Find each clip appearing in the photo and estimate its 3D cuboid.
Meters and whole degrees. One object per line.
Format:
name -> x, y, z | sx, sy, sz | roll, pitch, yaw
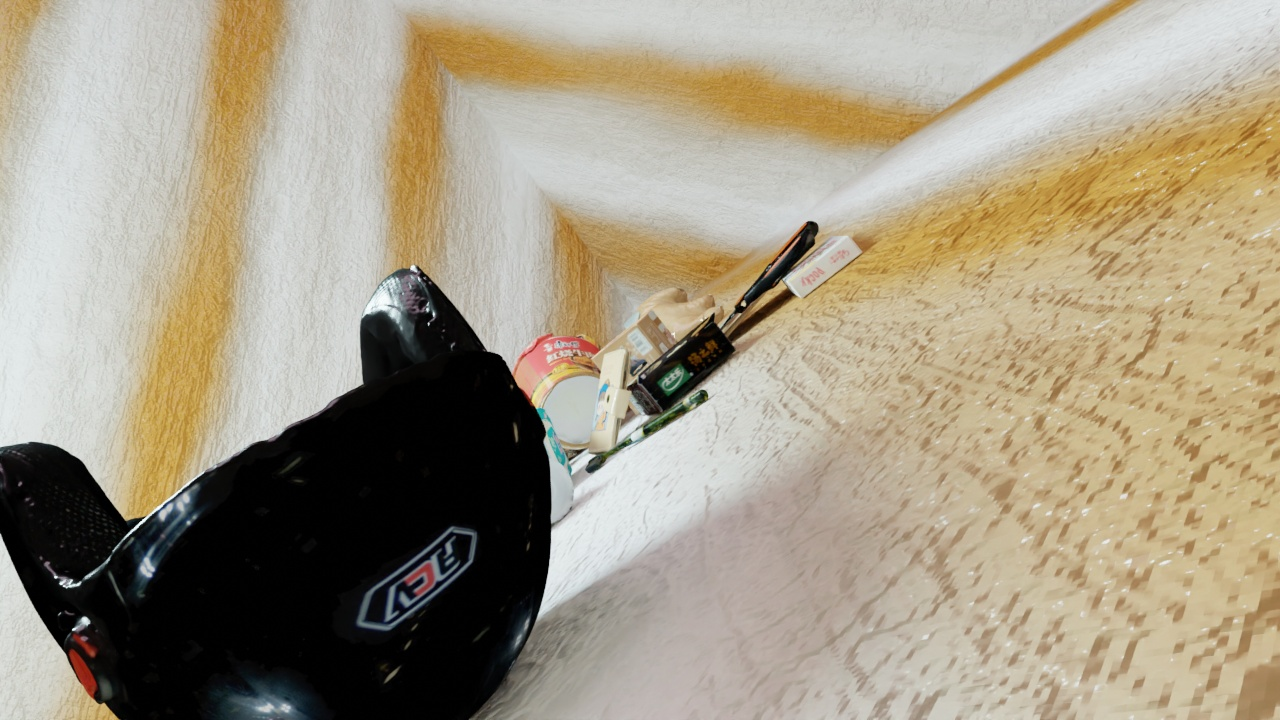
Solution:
clip -> -0.006, 0.006, 1.025 | 0.024, 0.026, 0.056 | -45, 9, -4

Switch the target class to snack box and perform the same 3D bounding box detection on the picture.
snack box -> 0.211, -0.113, 1.090 | 0.085, 0.027, 0.156 | -38, 2, 8
snack box -> 0.041, 0.007, 1.032 | 0.113, 0.053, 0.126 | -40, 4, -12
snack box -> 0.005, 0.001, 1.167 | 0.077, 0.093, 0.094 | -38, 3, 19

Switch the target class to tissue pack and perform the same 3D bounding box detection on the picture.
tissue pack -> -0.116, 0.106, 1.019 | 0.050, 0.093, 0.133 | -22, 4, 2

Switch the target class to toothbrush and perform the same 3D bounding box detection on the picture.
toothbrush -> 0.002, 0.073, 0.908 | 0.186, 0.012, 0.017 | -36, 10, 41

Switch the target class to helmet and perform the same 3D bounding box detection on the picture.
helmet -> -0.153, 0.089, 0.455 | 0.232, 0.230, 0.275 | -32, 7, -30

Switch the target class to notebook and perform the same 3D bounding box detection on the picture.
notebook -> 0.158, -0.092, 1.193 | 0.208, 0.008, 0.147 | -49, 0, 13

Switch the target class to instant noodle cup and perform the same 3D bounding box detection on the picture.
instant noodle cup -> -0.091, 0.046, 1.194 | 0.138, 0.138, 0.108 | -38, 30, 1

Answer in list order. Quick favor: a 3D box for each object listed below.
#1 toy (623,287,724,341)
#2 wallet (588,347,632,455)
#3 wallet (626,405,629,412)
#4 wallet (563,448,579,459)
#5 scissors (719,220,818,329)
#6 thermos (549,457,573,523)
toy -> 0.052, -0.038, 1.298 | 0.143, 0.082, 0.226 | -62, 25, -4
wallet -> -0.031, 0.047, 1.007 | 0.087, 0.024, 0.115 | 155, 126, -73
wallet -> -0.031, 0.031, 1.324 | 0.115, 0.020, 0.101 | 145, 133, -73
wallet -> -0.110, 0.126, 1.292 | 0.132, 0.031, 0.107 | -37, 1, 36
scissors -> 0.141, -0.084, 1.120 | 0.160, 0.021, 0.235 | -53, 4, -38
thermos -> -0.141, 0.154, 0.912 | 0.070, 0.070, 0.221 | -40, 3, -37
